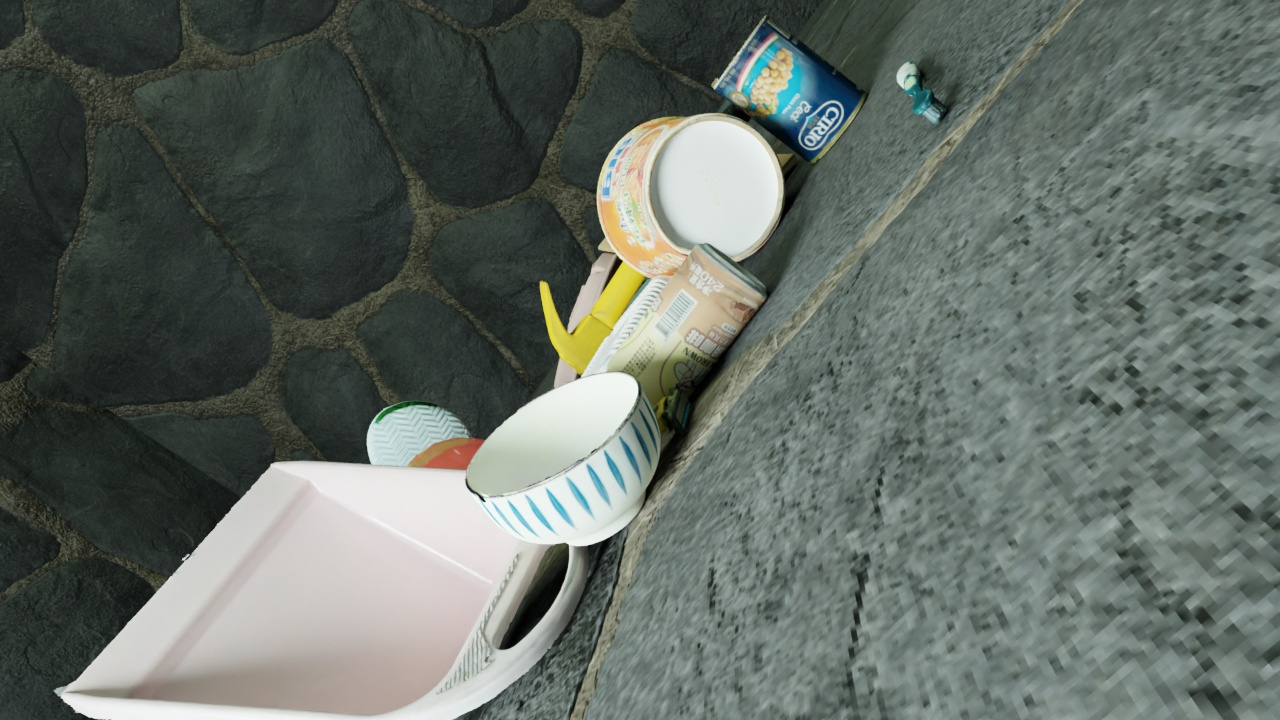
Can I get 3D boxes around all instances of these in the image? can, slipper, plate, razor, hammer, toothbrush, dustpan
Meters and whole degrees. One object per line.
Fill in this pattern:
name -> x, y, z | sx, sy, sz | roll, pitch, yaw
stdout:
can -> 0.028, -0.017, 0.611 | 0.116, 0.058, 0.058 | -53, 6, 13
slipper -> -0.223, 0.143, 0.983 | 0.103, 0.246, 0.074 | -26, 36, -25
plate -> -0.061, -0.019, 1.058 | 0.229, 0.028, 0.229 | 19, -93, -86
razor -> -0.013, 0.074, 0.598 | 0.133, 0.028, 0.043 | -53, 10, 25
hammer -> 0.016, -0.119, 0.852 | 0.300, 0.128, 0.033 | -57, 16, -3
toothbrush -> 0.171, -0.167, 0.565 | 0.016, 0.018, 0.191 | -52, 5, 25
dustpan -> -0.177, 0.132, 0.572 | 0.221, 0.273, 0.139 | -68, -3, -51
can -> 0.126, -0.231, 0.785 | 0.075, 0.111, 0.075 | -53, 6, 8

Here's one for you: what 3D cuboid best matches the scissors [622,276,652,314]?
scissors -> -0.005, -0.065, 0.962 | 0.180, 0.019, 0.171 | -56, 17, -23

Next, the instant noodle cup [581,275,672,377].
instant noodle cup -> -0.004, 0.004, 0.744 | 0.138, 0.060, 0.173 | -48, 7, 45

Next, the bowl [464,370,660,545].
bowl -> -0.037, 0.065, 0.539 | 0.116, 0.066, 0.116 | -25, 22, 11

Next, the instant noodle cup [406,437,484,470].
instant noodle cup -> -0.173, 0.157, 0.878 | 0.137, 0.138, 0.109 | -59, 2, -37

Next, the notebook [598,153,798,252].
notebook -> 0.051, -0.162, 0.961 | 0.149, 0.012, 0.212 | -50, 30, -12

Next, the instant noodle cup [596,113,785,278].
instant noodle cup -> 0.047, -0.140, 0.782 | 0.151, 0.151, 0.111 | -55, 14, -4
